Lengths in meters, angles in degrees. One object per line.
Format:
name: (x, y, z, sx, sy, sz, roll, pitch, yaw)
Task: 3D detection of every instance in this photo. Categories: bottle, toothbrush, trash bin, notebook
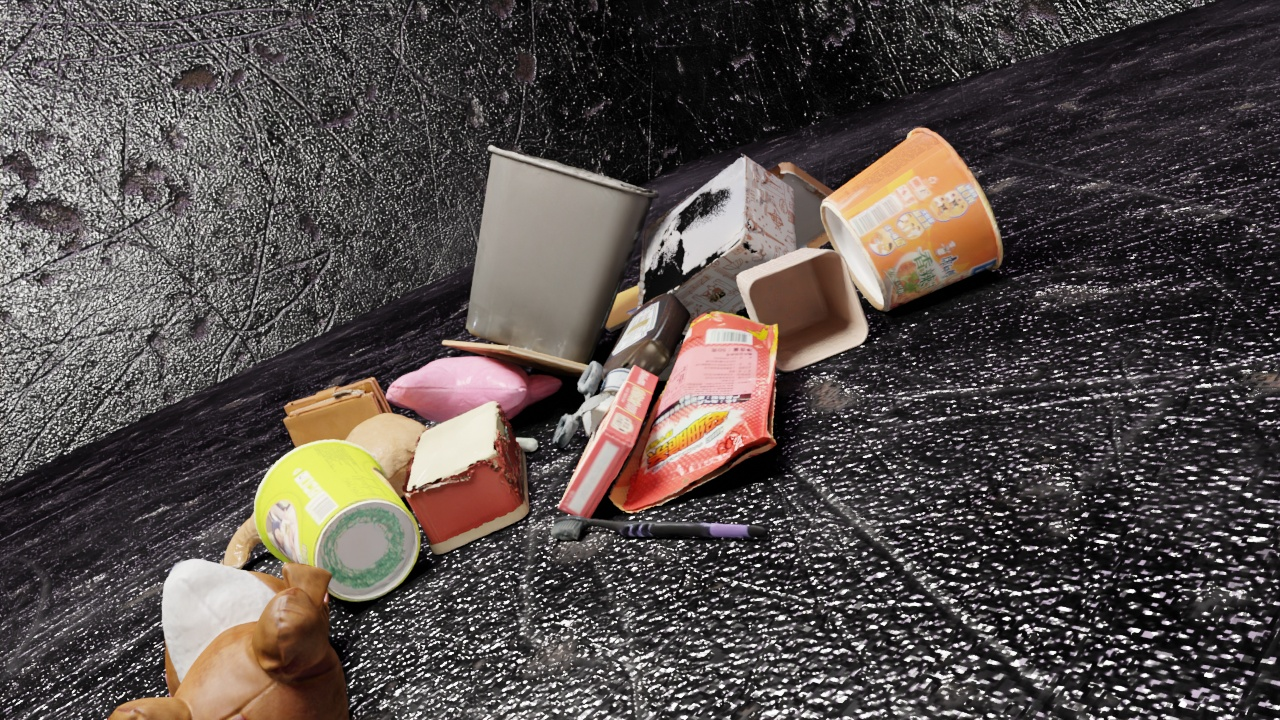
bottle: (-0.005, 0.005, 0.888, 0.080, 0.044, 0.194, -32, 18, 33)
toothbrush: (0.004, 0.112, 0.602, 0.189, 0.014, 0.016, -8, 28, 43)
trash bin: (-0.100, -0.127, 1.105, 0.198, 0.220, 0.198, 16, 11, 1)
toothbrush: (-0.161, 0.082, 0.943, 0.190, 0.029, 0.020, -2, 67, 51)
notebook: (-0.002, -0.087, 1.340, 0.145, 0.010, 0.206, -24, 14, -9)
notebook: (-0.116, 0.000, 1.004, 0.149, 0.012, 0.212, 15, -5, -29)

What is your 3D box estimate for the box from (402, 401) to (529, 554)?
box: (-0.149, 0.087, 0.789, 0.091, 0.077, 0.168, -24, 15, -3)

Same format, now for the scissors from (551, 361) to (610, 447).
scissors: (-0.048, 0.038, 0.800, 0.164, 0.014, 0.165, -55, 12, 43)

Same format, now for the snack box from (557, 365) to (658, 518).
snack box: (-0.022, 0.061, 0.719, 0.075, 0.025, 0.152, -60, 2, 19)

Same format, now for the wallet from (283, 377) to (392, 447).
wallet: (-0.323, 0.082, 1.003, 0.132, 0.108, 0.031, -16, 13, 23)

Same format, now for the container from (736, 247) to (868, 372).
container: (0.144, -0.053, 0.849, 0.090, 0.090, 0.111, -22, 11, 2)

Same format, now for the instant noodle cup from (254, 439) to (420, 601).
instant noodle cup: (-0.231, 0.131, 0.719, 0.111, 0.112, 0.123, -29, 25, -26)

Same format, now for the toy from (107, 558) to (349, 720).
toy: (-0.238, 0.175, 0.539, 0.140, 0.130, 0.200, -33, 7, -17)

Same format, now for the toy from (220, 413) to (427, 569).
toy: (-0.298, 0.128, 0.875, 0.225, 0.082, 0.144, -33, 17, -23)

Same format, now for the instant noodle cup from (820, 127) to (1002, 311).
instant noodle cup: (0.245, -0.124, 0.856, 0.111, 0.151, 0.151, -30, 14, 4)

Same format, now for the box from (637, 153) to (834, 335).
box: (0.122, -0.109, 1.031, 0.181, 0.205, 0.157, -32, 47, 40)

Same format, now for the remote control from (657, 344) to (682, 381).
remote control: (0.055, 0.001, 0.916, 0.058, 0.021, 0.150, -31, 16, -30)

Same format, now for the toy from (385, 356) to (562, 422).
toy: (-0.183, 0.032, 0.988, 0.194, 0.074, 0.179, 0, -5, -40)

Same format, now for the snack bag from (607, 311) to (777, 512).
snack bag: (0.053, 0.036, 0.719, 0.129, 0.073, 0.207, -23, 21, 23)
